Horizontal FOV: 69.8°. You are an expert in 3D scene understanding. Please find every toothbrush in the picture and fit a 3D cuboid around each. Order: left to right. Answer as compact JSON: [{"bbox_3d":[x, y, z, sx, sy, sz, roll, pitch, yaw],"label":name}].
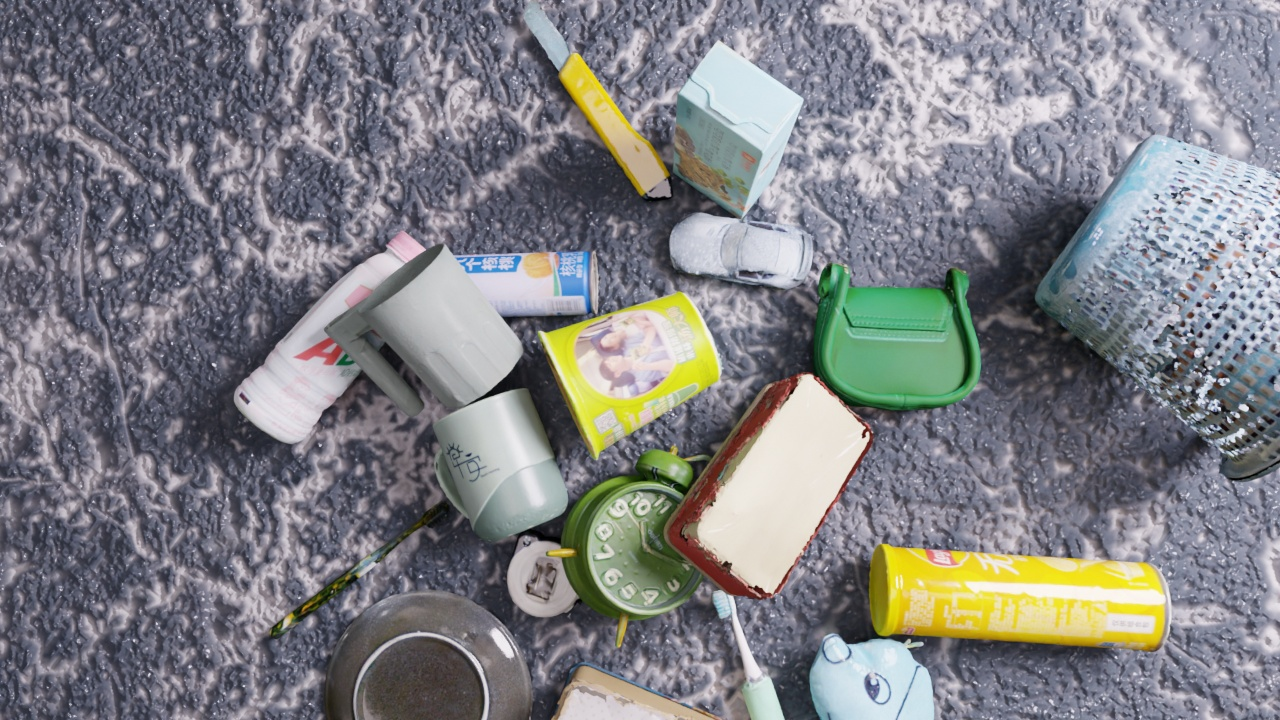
[{"bbox_3d":[-0.238,0.179,0.778,0.186,0.017,0.012,-36,122,0],"label":"toothbrush"},{"bbox_3d":[0.104,0.293,0.748,0.027,0.026,0.224,-17,85,-19],"label":"toothbrush"}]

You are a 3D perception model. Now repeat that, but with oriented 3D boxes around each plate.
[{"bbox_3d":[-0.180,0.283,0.765,0.179,0.024,0.179,0,86,3],"label":"plate"}]

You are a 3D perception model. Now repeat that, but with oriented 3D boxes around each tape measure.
[{"bbox_3d":[-0.077,0.179,0.762,0.066,0.033,0.066,14,86,5],"label":"tape measure"}]

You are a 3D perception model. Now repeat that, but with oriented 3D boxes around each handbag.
[{"bbox_3d":[0.205,-0.019,0.744,0.131,0.068,0.120,1,85,3],"label":"handbag"}]

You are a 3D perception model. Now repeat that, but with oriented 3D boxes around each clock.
[{"bbox_3d":[0.012,0.139,0.736,0.161,0.056,0.116,-38,94,-19],"label":"clock"}]

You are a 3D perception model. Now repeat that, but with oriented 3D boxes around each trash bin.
[{"bbox_3d":[0.419,-0.057,0.678,0.195,0.226,0.226,36,88,17],"label":"trash bin"}]

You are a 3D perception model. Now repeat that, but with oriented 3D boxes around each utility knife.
[{"bbox_3d":[-0.038,-0.225,0.795,0.033,0.015,0.215,-35,88,1],"label":"utility knife"}]

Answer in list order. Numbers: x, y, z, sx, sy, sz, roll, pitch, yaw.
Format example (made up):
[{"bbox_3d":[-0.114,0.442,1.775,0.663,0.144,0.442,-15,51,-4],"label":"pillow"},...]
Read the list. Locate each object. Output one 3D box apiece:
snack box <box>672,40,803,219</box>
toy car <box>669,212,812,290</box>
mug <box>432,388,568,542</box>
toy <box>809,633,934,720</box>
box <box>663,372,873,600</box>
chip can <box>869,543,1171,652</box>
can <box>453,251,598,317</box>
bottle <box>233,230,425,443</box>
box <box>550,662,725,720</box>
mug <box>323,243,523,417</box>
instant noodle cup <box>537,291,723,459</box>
[{"bbox_3d":[0.070,-0.170,0.708,0.074,0.175,0.051,37,85,5],"label":"snack box"},{"bbox_3d":[0.084,-0.093,0.772,0.121,0.037,0.054,9,87,6],"label":"toy car"},{"bbox_3d":[-0.122,0.091,0.752,0.112,0.082,0.106,-25,85,31],"label":"mug"},{"bbox_3d":[0.185,0.294,0.733,0.161,0.050,0.156,42,85,-8],"label":"toy"},{"bbox_3d":[0.102,0.093,0.705,0.091,0.077,0.168,41,67,-8],"label":"box"},{"bbox_3d":[0.293,0.187,0.723,0.213,0.072,0.072,3,86,3],"label":"chip can"},{"bbox_3d":[-0.104,-0.063,0.769,0.134,0.053,0.053,-1,86,3],"label":"can"},{"bbox_3d":[-0.250,-0.023,0.769,0.068,0.068,0.197,40,86,5],"label":"bottle"},{"bbox_3d":[0.001,0.314,0.737,0.184,0.061,0.089,23,87,6],"label":"box"},{"bbox_3d":[-0.169,-0.017,0.721,0.124,0.083,0.103,-29,114,21],"label":"mug"},{"bbox_3d":[-0.004,0.004,0.739,0.123,0.112,0.111,-24,85,-7],"label":"instant noodle cup"}]
